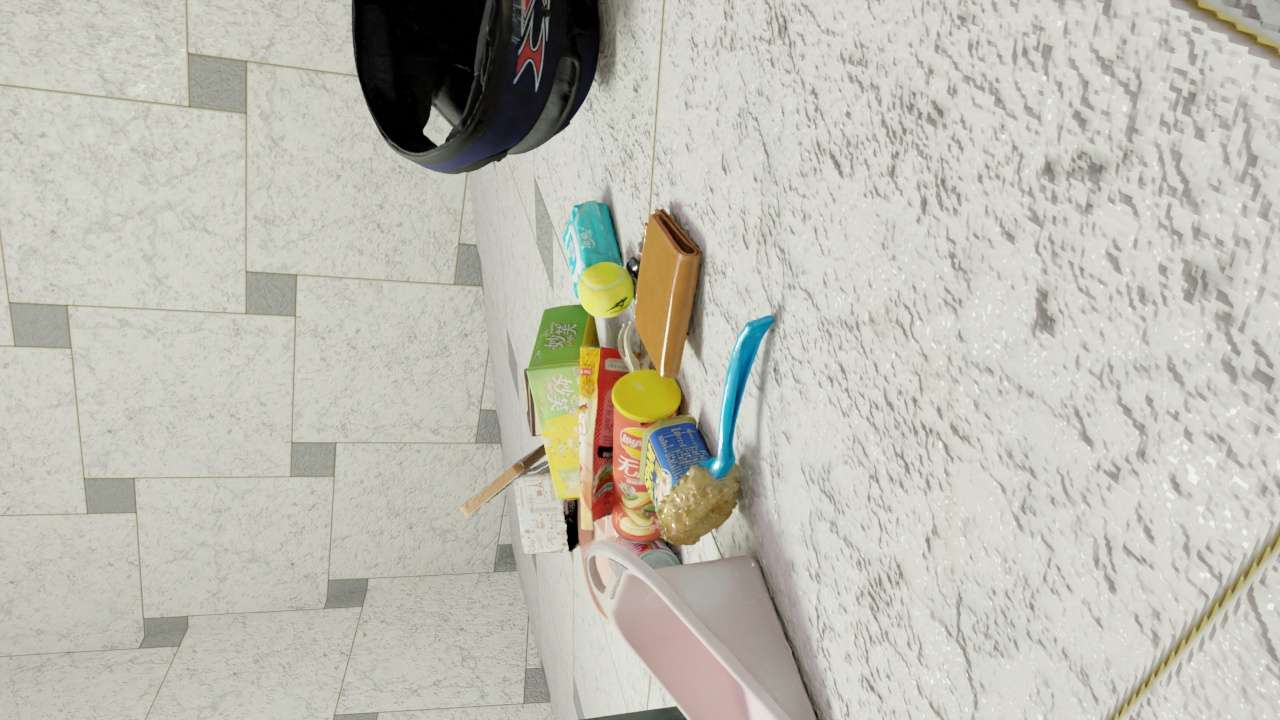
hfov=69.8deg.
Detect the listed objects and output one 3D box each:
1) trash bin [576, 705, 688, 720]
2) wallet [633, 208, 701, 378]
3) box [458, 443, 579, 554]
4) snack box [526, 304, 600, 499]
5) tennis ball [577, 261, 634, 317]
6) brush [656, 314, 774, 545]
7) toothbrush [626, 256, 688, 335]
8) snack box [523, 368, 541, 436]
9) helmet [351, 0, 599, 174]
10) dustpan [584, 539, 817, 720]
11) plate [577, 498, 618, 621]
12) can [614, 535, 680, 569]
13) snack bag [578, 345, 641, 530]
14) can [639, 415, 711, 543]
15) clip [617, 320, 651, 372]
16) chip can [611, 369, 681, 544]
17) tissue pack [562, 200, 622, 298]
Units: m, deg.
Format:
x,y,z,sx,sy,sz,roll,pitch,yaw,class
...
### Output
x,y,z,sx,sy,sz,roll,pitch,yaw,class
-0.021,0.529,1.087,0.198,0.219,0.199,-126,29,-60,trash bin
0.022,-0.065,0.878,0.107,0.031,0.132,-119,31,-52,wallet
-0.182,0.217,1.465,0.182,0.187,0.155,-21,-77,-74,box
-0.086,0.054,1.205,0.157,0.070,0.210,-85,-13,-58,snack box
-0.040,-0.082,1.068,0.065,0.065,0.065,170,91,-77,tennis ball
0.066,0.063,0.755,0.046,0.083,0.255,48,142,36,brush
0.017,-0.070,0.962,0.017,0.014,0.189,-67,27,20,toothbrush
-0.109,0.048,1.339,0.053,0.113,0.126,-114,20,-48,snack box
-0.162,-0.346,1.004,0.240,0.248,0.315,5,-101,-60,helmet
0.046,0.286,0.820,0.223,0.138,0.273,103,154,-56,dustpan
-0.045,0.251,1.299,0.230,0.028,0.229,178,90,-69,plate
0.006,0.242,1.103,0.094,0.066,0.066,-150,52,-72,can
-0.042,0.087,1.082,0.128,0.073,0.208,-2,-83,-79,snack bag
0.040,0.119,0.904,0.102,0.057,0.083,95,158,-47,can
-0.001,0.005,1.029,0.035,0.071,0.100,159,107,-71,clip
0.002,0.111,1.016,0.073,0.073,0.217,-113,20,-45,chip can
-0.064,-0.136,1.163,0.134,0.050,0.093,127,131,-72,tissue pack
